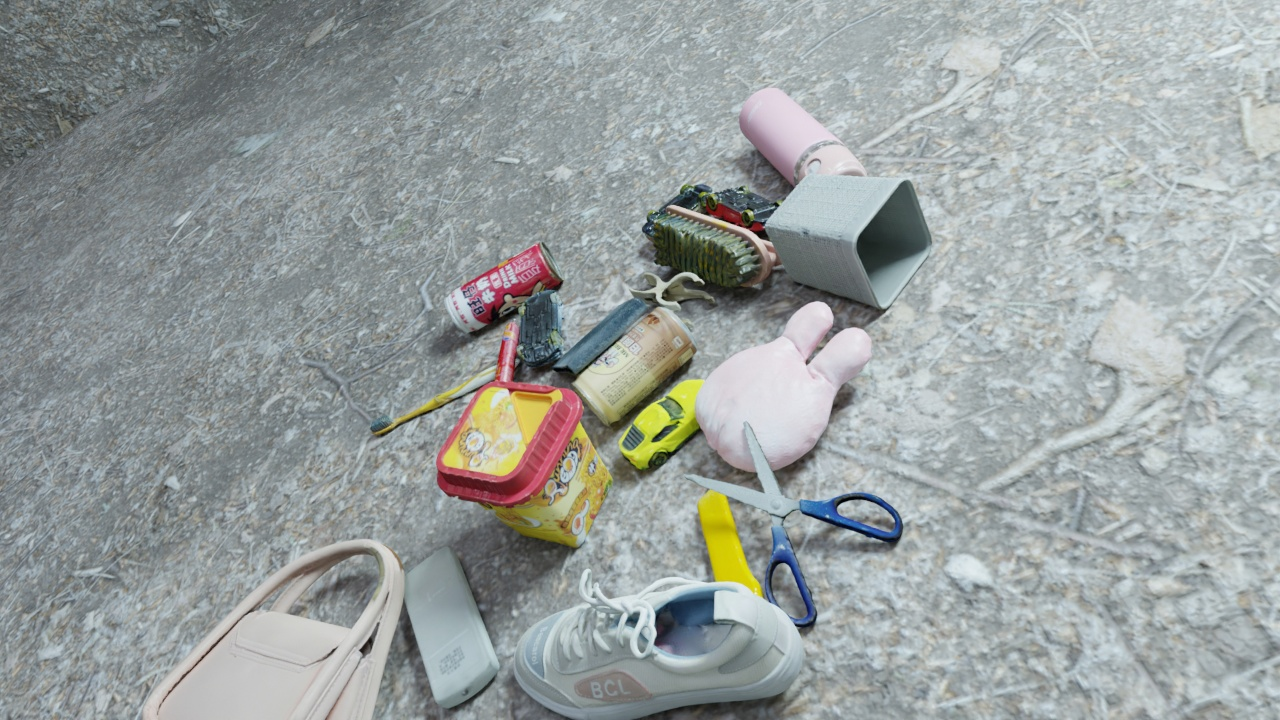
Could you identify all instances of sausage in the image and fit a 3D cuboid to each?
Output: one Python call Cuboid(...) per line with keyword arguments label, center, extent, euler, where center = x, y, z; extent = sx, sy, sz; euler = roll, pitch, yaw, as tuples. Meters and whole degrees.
Cuboid(label="sausage", center=(-0.144, 0.018, 0.971), extent=(0.020, 0.020, 0.155), euler=(-14, 52, 22))

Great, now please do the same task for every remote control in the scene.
Cuboid(label="remote control", center=(-0.167, 0.228, 0.796), extent=(0.058, 0.021, 0.150), euler=(-37, 41, -1))

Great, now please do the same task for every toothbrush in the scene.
Cuboid(label="toothbrush", center=(-0.217, 0.038, 1.012), extent=(0.191, 0.018, 0.016), euler=(-26, 43, 10))

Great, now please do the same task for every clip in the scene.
Cuboid(label="clip", center=(0.040, -0.076, 0.945), extent=(0.084, 0.035, 0.104), euler=(-38, 33, 0))

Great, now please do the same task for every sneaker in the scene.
Cuboid(label="sneaker", center=(-0.011, 0.202, 0.657), extent=(0.243, 0.091, 0.089), euler=(-16, 44, 32))

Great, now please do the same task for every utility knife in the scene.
Cuboid(label="utility knife", center=(0.072, 0.158, 0.712), extent=(0.033, 0.015, 0.153), euler=(-25, 42, 11))

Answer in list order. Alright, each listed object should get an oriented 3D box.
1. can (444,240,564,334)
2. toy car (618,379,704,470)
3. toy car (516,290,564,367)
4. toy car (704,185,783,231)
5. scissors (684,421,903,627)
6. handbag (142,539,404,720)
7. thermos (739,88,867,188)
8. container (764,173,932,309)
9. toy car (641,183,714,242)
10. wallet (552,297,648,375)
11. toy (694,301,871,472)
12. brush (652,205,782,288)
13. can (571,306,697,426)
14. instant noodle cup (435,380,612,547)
Cuboid(label="can", center=(-0.158, -0.083, 1.062), extent=(0.133, 0.053, 0.053), euler=(-29, 41, 6))
Cuboid(label="toy car", center=(0.025, 0.053, 0.831), extent=(0.105, 0.032, 0.048), euler=(-40, 41, -9))
Cuboid(label="toy car", center=(-0.106, -0.034, 0.999), extent=(0.049, 0.031, 0.105), euler=(-19, 44, 13))
Cuboid(label="toy car", center=(0.113, -0.157, 0.968), extent=(0.049, 0.031, 0.106), euler=(-22, 32, -25))
Cuboid(label="scissors", center=(0.114, 0.120, 0.696), extent=(0.175, 0.012, 0.162), euler=(-1, 62, 15))
Cuboid(label="handbag", center=(-0.299, 0.256, 0.809), extent=(0.194, 0.093, 0.233), euler=(0, 48, 34))
Cuboid(label="thermos", center=(0.167, -0.214, 0.976), extent=(0.087, 0.067, 0.198), euler=(-56, 37, 24))
Cuboid(label="container", center=(0.188, -0.115, 0.845), extent=(0.114, 0.090, 0.090), euler=(21, 64, 47))
Cuboid(label="toy car", center=(0.045, -0.162, 1.020), extent=(0.090, 0.035, 0.042), euler=(-42, 43, -9))
Cuboid(label="wallet", center=(-0.044, -0.022, 0.915), extent=(0.097, 0.019, 0.121), euler=(-42, 8, -10))
Cuboid(label="toy", center=(0.121, 0.023, 0.778), extent=(0.159, 0.054, 0.121), euler=(-43, 48, -1))
Cuboid(label="brush", center=(0.080, -0.115, 0.938), extent=(0.072, 0.063, 0.146), euler=(-23, 33, -35))
Cuboid(label="can", center=(-0.005, 0.005, 0.875), extent=(0.116, 0.058, 0.058), euler=(-41, 41, -8))
Cuboid(label="instant noodle cup", center=(-0.093, 0.095, 0.797), extent=(0.116, 0.124, 0.116), euler=(4, 53, 35))
